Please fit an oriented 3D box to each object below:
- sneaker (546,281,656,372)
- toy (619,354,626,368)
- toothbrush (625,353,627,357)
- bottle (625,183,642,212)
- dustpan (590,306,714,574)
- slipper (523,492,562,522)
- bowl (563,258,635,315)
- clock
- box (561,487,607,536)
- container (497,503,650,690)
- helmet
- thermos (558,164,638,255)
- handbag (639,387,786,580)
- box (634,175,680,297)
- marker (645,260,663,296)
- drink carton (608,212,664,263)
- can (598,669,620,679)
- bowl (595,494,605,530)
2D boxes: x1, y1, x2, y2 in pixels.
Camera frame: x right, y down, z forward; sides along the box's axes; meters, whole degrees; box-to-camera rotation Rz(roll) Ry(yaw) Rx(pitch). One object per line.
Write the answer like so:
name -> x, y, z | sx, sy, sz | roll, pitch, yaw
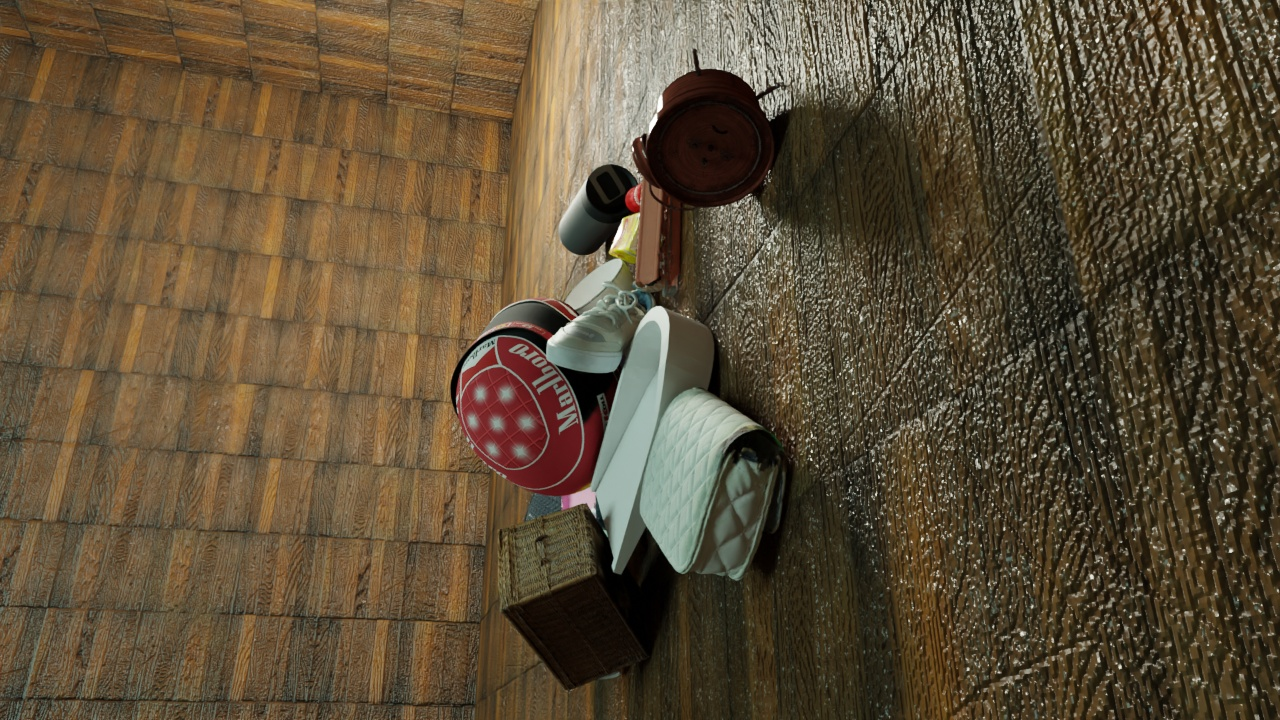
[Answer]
sneaker -> -0.042, -0.048, 1.108 | 0.241, 0.089, 0.091 | -28, -49, -67
toy -> -0.030, -0.005, 1.307 | 0.080, 0.036, 0.100 | -119, 36, -67
toothbrush -> -0.007, 0.007, 1.213 | 0.017, 0.016, 0.188 | -55, 38, 42
bottle -> 0.009, -0.224, 1.240 | 0.119, 0.036, 0.036 | -172, 88, -75
dustpan -> -0.006, 0.069, 1.004 | 0.258, 0.053, 0.191 | -64, 18, 14
slipper -> -0.092, 0.246, 1.391 | 0.269, 0.083, 0.110 | 6, 79, 59
bowl -> -0.052, -0.087, 1.325 | 0.114, 0.063, 0.113 | -35, 22, 16
clock -> 0.058, -0.203, 0.874 | 0.072, 0.120, 0.158 | -88, 20, -47
box -> -0.049, 0.194, 1.229 | 0.160, 0.035, 0.230 | -46, 26, 24
container -> -0.076, 0.272, 1.058 | 0.113, 0.113, 0.198 | -102, -11, -50
helmet -> -0.134, 0.047, 1.193 | 0.198, 0.271, 0.224 | -37, -8, 24
thermos -> -0.071, -0.237, 1.471 | 0.241, 0.082, 0.082 | 153, 122, -73
handbag -> 0.063, 0.106, 0.822 | 0.195, 0.072, 0.139 | -140, 66, -74
box -> 0.034, -0.169, 1.142 | 0.056, 0.063, 0.188 | -8, 70, 39
marker -> 0.009, -0.087, 1.224 | 0.124, 0.017, 0.021 | 115, 156, -49
drink carton -> -0.002, -0.164, 1.234 | 0.058, 0.043, 0.134 | -68, 14, -1
can -> -0.053, 0.352, 1.186 | 0.064, 0.064, 0.104 | 116, 156, -53
bowl -> -0.010, 0.156, 1.100 | 0.111, 0.055, 0.110 | -57, 20, 33
